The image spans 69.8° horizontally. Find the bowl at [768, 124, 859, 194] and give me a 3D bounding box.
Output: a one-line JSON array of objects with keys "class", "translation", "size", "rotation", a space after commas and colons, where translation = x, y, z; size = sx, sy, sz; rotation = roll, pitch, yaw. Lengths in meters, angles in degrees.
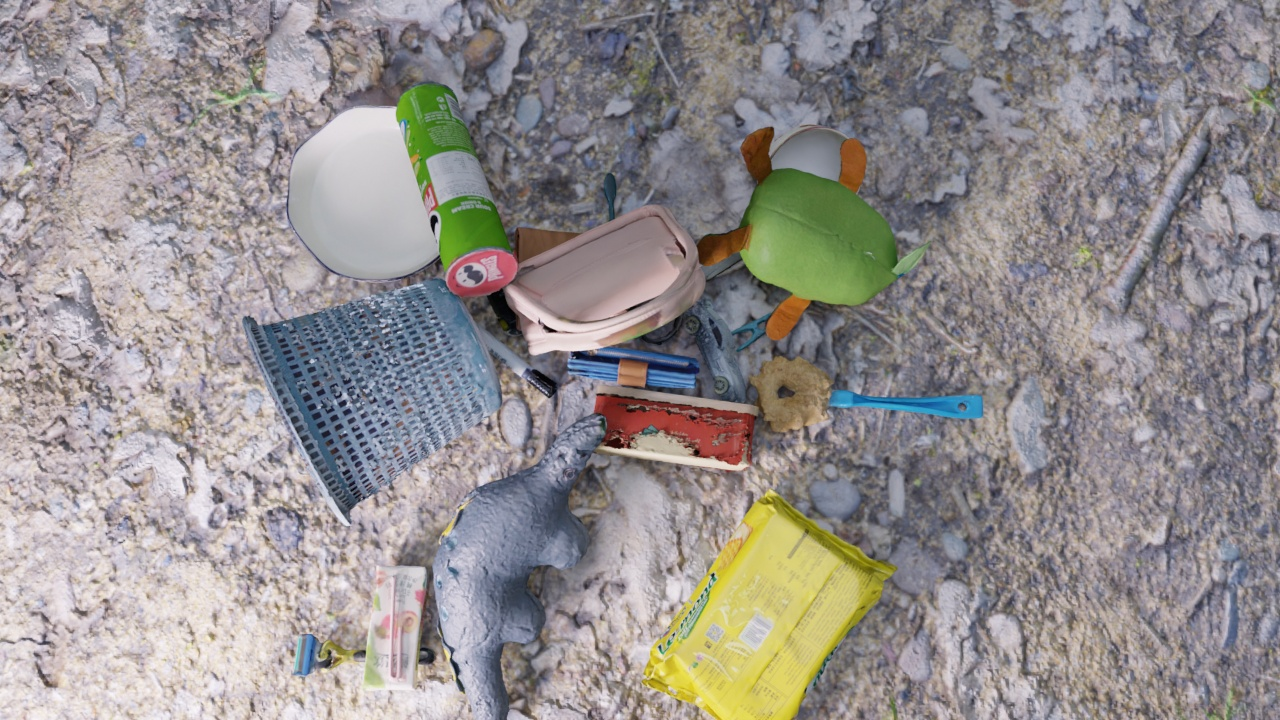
[{"class": "bowl", "translation": [0.177, -0.205, 1.002], "size": [0.113, 0.062, 0.114], "rotation": [-6, 119, -11]}]

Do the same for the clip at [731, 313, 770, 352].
[{"class": "clip", "translation": [0.125, -0.032, 1.009], "size": [0.056, 0.014, 0.041], "rotation": [-29, 82, -2]}]

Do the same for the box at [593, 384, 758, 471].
[{"class": "box", "translation": [0.032, 0.080, 0.953], "size": [0.168, 0.091, 0.079], "rotation": [7, 78, 2]}]

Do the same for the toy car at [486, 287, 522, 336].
[{"class": "toy car", "translation": [-0.146, -0.070, 1.009], "size": [0.042, 0.035, 0.090], "rotation": [-26, 90, -3]}]

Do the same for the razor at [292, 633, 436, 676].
[{"class": "razor", "translation": [-0.285, 0.308, 0.956], "size": [0.142, 0.022, 0.042], "rotation": [2, 70, -6]}]

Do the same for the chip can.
[{"class": "chip can", "translation": [-0.189, -0.177, 0.928], "size": [0.072, 0.072, 0.235], "rotation": [-21, 62, -3]}]

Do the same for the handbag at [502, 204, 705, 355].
[{"class": "handbag", "translation": [-0.023, -0.067, 0.880], "size": [0.193, 0.234, 0.093], "rotation": [-28, 109, -9]}]

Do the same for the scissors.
[{"class": "scissors", "translation": [0.054, -0.094, 1.016], "size": [0.145, 0.014, 0.172], "rotation": [19, 86, -6]}]

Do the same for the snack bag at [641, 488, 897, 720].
[{"class": "snack bag", "translation": [0.128, 0.266, 0.933], "size": [0.158, 0.068, 0.246], "rotation": [35, 84, 6]}]

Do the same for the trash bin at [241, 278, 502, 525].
[{"class": "trash bin", "translation": [-0.254, 0.022, 0.921], "size": [0.194, 0.227, 0.226], "rotation": [-26, 81, -16]}]

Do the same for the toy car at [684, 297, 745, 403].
[{"class": "toy car", "translation": [0.084, -0.009, 0.981], "size": [0.037, 0.054, 0.120], "rotation": [-24, 85, 19]}]

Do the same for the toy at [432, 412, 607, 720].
[{"class": "toy", "translation": [-0.136, 0.202, 0.925], "size": [0.138, 0.091, 0.356], "rotation": [24, 97, 12]}]

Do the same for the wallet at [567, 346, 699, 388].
[{"class": "wallet", "translation": [-0.006, 0.006, 0.960], "size": [0.133, 0.106, 0.040], "rotation": [6, 95, 2]}]

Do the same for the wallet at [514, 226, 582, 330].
[{"class": "wallet", "translation": [-0.087, -0.086, 1.002], "size": [0.101, 0.020, 0.115], "rotation": [3, 83, -22]}]

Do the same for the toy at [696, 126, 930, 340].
[{"class": "toy", "translation": [0.177, -0.129, 0.954], "size": [0.246, 0.090, 0.227], "rotation": [22, 95, -26]}]

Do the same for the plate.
[{"class": "plate", "translation": [-0.288, -0.183, 1.025], "size": [0.205, 0.045, 0.204], "rotation": [0, 82, 1]}]

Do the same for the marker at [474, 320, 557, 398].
[{"class": "marker", "translation": [-0.145, -0.005, 1.006], "size": [0.131, 0.018, 0.023], "rotation": [38, 127, 6]}]

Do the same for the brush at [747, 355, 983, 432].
[{"class": "brush", "translation": [0.241, 0.042, 0.986], "size": [0.254, 0.046, 0.083], "rotation": [4, 77, -2]}]

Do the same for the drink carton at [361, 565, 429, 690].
[{"class": "drink carton", "translation": [-0.249, 0.273, 0.937], "size": [0.053, 0.046, 0.122], "rotation": [4, 68, -6]}]

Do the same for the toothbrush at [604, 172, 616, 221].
[{"class": "toothbrush", "translation": [-0.030, -0.116, 1.026], "size": [0.016, 0.018, 0.191], "rotation": [-2, 83, -10]}]
